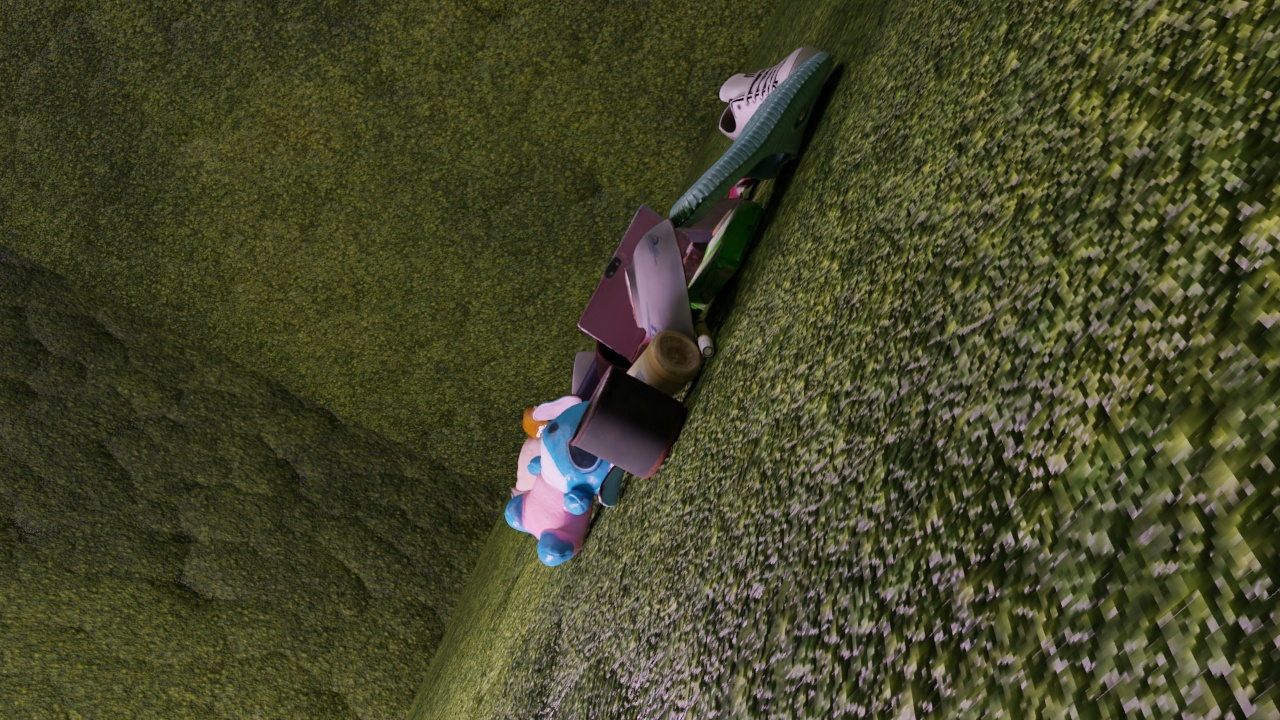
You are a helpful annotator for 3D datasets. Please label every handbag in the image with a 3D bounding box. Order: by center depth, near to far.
[{"bbox_3d":[0.122,-0.218,1.133,0.084,0.027,0.177,10,61,45],"label":"handbag"}]

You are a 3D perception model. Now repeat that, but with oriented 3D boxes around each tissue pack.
[{"bbox_3d":[0.092,-0.119,1.025,0.099,0.034,0.114,-65,7,-32],"label":"tissue pack"}]

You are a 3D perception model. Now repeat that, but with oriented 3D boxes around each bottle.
[{"bbox_3d":[0.001,0.036,0.943,0.163,0.056,0.056,-51,12,44],"label":"bottle"}]

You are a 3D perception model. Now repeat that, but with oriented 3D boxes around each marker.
[{"bbox_3d":[0.064,-0.023,0.927,0.014,0.014,0.132,-61,6,12],"label":"marker"}]

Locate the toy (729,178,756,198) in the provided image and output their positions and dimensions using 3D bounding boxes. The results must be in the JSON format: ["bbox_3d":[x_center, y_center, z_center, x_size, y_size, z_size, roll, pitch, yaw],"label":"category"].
[{"bbox_3d":[0.129,-0.236,1.187,0.065,0.050,0.102,159,133,-75],"label":"toy"}]

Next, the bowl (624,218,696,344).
[{"bbox_3d":[0.017,-0.071,0.964,0.151,0.057,0.150,166,93,-87],"label":"bowl"}]

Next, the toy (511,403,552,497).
[{"bbox_3d":[-0.127,0.145,1.257,0.076,0.133,0.176,-12,-82,-50],"label":"toy"}]

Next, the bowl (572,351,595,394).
[{"bbox_3d":[-0.066,0.054,1.390,0.132,0.064,0.132,11,-99,-89],"label":"bowl"}]

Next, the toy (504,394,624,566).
[{"bbox_3d":[-0.079,0.142,1.067,0.191,0.099,0.224,-63,33,10],"label":"toy"}]

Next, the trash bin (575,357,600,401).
[{"bbox_3d":[-0.046,0.031,1.272,0.160,0.092,0.094,-63,5,-18],"label":"trash bin"}]

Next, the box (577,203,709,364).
[{"bbox_3d":[0.015,-0.115,1.152,0.232,0.115,0.099,-64,5,-33],"label":"box"}]

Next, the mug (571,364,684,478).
[{"bbox_3d":[-0.013,0.061,0.880,0.085,0.081,0.111,-63,6,-10],"label":"mug"}]

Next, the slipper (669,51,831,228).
[{"bbox_3d":[0.134,-0.230,0.994,0.275,0.069,0.116,-50,6,-16],"label":"slipper"}]

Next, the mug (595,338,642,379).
[{"bbox_3d":[-0.007,0.007,1.191,0.113,0.087,0.089,-31,-33,-31],"label":"mug"}]

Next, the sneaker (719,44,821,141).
[{"bbox_3d":[0.156,-0.345,1.188,0.091,0.097,0.245,-63,5,-6],"label":"sneaker"}]
